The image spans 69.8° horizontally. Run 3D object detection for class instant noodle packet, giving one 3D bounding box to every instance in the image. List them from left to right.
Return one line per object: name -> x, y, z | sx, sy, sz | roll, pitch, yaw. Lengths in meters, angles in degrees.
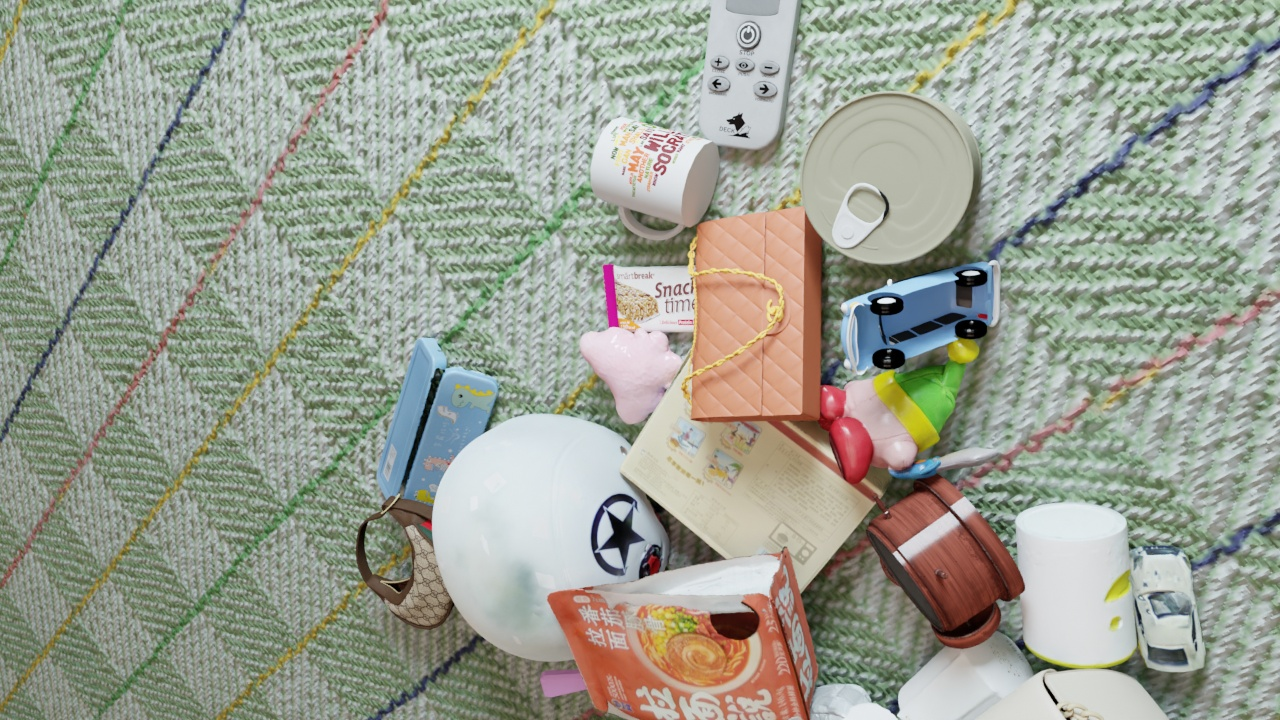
instant noodle packet -> 0.039, 0.260, 0.835 | 0.221, 0.083, 0.164 | -7, 119, 19

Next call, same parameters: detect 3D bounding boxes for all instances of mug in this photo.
mug -> 0.012, -0.154, 0.813 | 0.090, 0.073, 0.105 | 21, 134, 21
mug -> 0.344, 0.176, 0.729 | 0.083, 0.082, 0.106 | -4, 102, 28

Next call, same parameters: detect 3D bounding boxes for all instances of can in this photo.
can -> 0.197, -0.144, 0.716 | 0.128, 0.073, 0.128 | 8, 108, 25

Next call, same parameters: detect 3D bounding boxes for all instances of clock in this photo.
clock -> 0.247, 0.167, 0.755 | 0.072, 0.158, 0.120 | -34, 46, -2

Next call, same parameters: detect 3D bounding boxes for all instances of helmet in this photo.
helmet -> -0.108, 0.195, 0.921 | 0.237, 0.163, 0.264 | -1, 105, 28

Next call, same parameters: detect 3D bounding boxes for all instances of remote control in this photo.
remote control -> 0.090, -0.255, 0.770 | 0.074, 0.019, 0.151 | 14, 111, 23

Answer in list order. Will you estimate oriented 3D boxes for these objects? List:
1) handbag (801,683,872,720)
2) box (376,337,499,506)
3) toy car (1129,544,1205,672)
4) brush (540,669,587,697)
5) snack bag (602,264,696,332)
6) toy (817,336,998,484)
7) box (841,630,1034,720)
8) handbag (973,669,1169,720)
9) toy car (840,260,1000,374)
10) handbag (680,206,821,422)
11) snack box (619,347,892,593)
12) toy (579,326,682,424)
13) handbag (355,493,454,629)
handbag -> 0.186, 0.395, 0.851 | 0.113, 0.123, 0.171 | -27, 90, 45
box -> -0.236, 0.084, 1.020 | 0.120, 0.049, 0.210 | 32, 118, 17
toy car -> 0.416, 0.199, 0.728 | 0.048, 0.033, 0.105 | -10, 99, 31
brush -> 0.011, 0.319, 0.914 | 0.229, 0.043, 0.089 | -9, 112, 6
snack bag -> 0.053, -0.057, 0.848 | 0.197, 0.016, 0.070 | 2, 104, 27
toy -> 0.215, 0.040, 0.748 | 0.131, 0.124, 0.097 | -13, 125, 1
box -> 0.250, 0.296, 0.782 | 0.083, 0.143, 0.137 | 52, 125, 31
handbag -> 0.316, 0.330, 0.729 | 0.211, 0.208, 0.103 | -46, 37, 18
toy car -> 0.214, -0.037, 0.709 | 0.055, 0.153, 0.056 | 30, 133, 58
handbag -> 0.091, -0.037, 0.774 | 0.109, 0.060, 0.171 | -3, 78, 30
snack box -> 0.101, 0.102, 0.847 | 0.207, 0.055, 0.154 | 38, 118, 13
toy -> -0.005, 0.005, 0.876 | 0.093, 0.050, 0.102 | -31, 98, 30
handbag -> -0.262, 0.226, 1.048 | 0.138, 0.063, 0.167 | 26, 126, 4
